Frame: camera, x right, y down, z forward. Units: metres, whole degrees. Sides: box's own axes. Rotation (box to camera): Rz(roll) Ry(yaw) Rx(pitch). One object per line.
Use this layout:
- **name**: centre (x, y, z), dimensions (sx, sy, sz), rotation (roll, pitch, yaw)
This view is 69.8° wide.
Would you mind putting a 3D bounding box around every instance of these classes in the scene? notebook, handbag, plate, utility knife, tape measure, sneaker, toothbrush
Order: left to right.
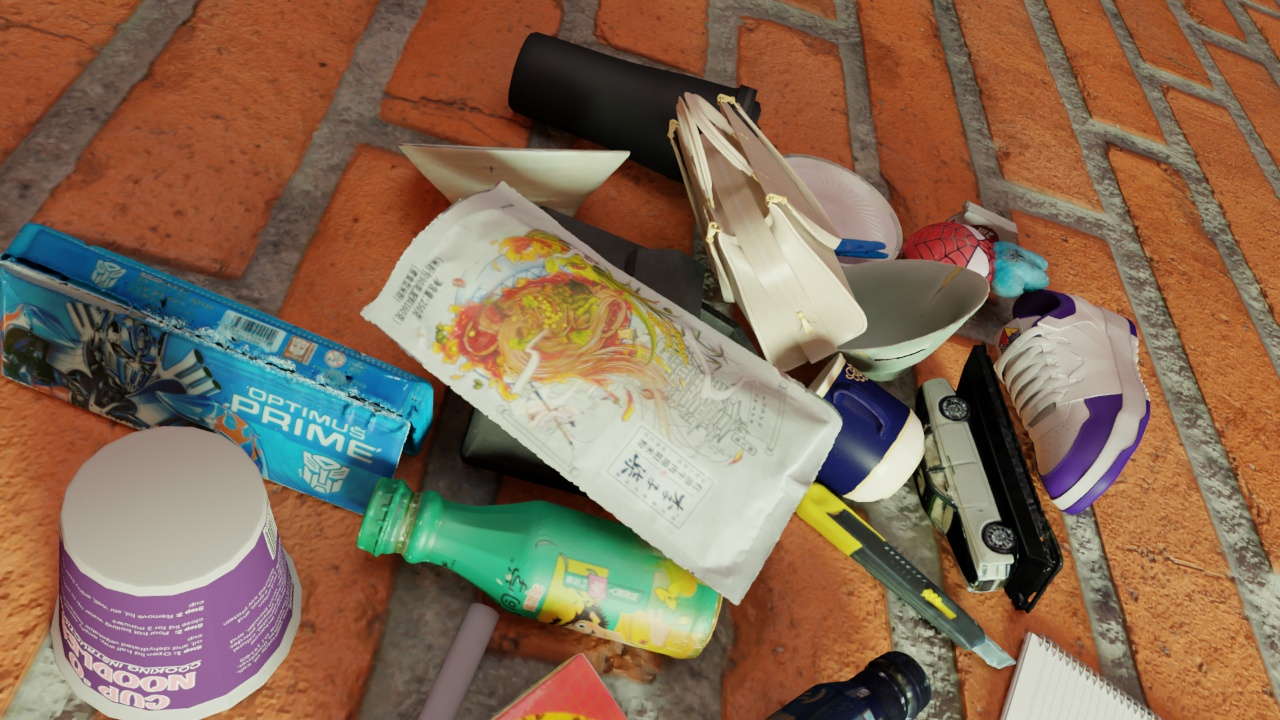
- **toothbrush**: centre (-0.117, 0.212, 0.478), dimensions (0.019, 0.018, 0.187), rotation (28, 48, -7)
- **handbag**: centre (-0.004, 0.003, 0.636), dimensions (0.199, 0.103, 0.196), rotation (16, 49, -10)
- **handbag**: centre (0.078, -0.120, 0.692), dimensions (0.198, 0.101, 0.194), rotation (51, 17, -38)
- **plate**: centre (0.182, -0.144, 0.892), dimensions (0.157, 0.014, 0.156), rotation (12, 50, -14)
- **utility knife**: centre (0.187, 0.154, 0.652), dimensions (0.188, 0.020, 0.028), rotation (40, 51, 10)
- **tape measure**: centre (0.328, -0.123, 0.906), dimensions (0.060, 0.062, 0.020), rotation (22, 48, -13)
- **sneaker**: centre (0.356, 0.017, 0.788), dimensions (0.111, 0.092, 0.243), rotation (30, 44, 3)
- **notebook**: centre (0.335, 0.314, 0.591), dimensions (0.245, 0.013, 0.177), rotation (35, 50, 7)

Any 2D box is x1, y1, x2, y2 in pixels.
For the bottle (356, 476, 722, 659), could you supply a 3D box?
- **bottle**: centre (-0.058, 0.118, 0.541), dimensions (0.209, 0.068, 0.068), rotation (18, 48, -11)

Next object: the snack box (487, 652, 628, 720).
- **snack box**: centre (-0.047, 0.247, 0.452), dimensions (0.142, 0.040, 0.145), rotation (-28, 76, -38)

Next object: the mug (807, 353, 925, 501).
- **mug**: centre (0.159, 0.051, 0.663), dimensions (0.089, 0.112, 0.085), rotation (37, 72, 5)

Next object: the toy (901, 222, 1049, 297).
- **toy**: centre (0.311, -0.089, 0.856), dimensions (0.133, 0.062, 0.092), rotation (6, 53, 15)

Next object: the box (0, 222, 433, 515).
- **box**: centre (-0.251, 0.013, 0.543), dimensions (0.243, 0.092, 0.085), rotation (22, 69, -5)

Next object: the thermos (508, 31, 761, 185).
- **thermos**: centre (-0.004, -0.224, 0.827), dimensions (0.218, 0.106, 0.105), rotation (20, 48, 0)

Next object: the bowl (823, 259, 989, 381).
- **bowl**: centre (0.201, -0.022, 0.760), dimensions (0.174, 0.068, 0.174), rotation (-12, 24, 5)

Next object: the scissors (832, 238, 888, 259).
- **scissors**: centre (0.174, -0.100, 0.834), dimensions (0.130, 0.022, 0.070), rotation (8, 49, -20)

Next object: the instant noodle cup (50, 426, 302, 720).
- **instant noodle cup**: centre (-0.233, 0.093, 0.455), dimensions (0.121, 0.122, 0.137), rotation (-23, 64, -35)

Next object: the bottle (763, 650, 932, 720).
- **bottle**: centre (0.107, 0.223, 0.537), dimensions (0.160, 0.056, 0.056), rotation (-20, 63, -33)

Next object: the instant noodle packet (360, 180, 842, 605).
- **instant noodle packet**: centre (-0.016, 0.005, 0.542), dimensions (0.269, 0.057, 0.146), rotation (35, 61, 5)

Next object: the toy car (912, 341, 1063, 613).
- **toy car**: centre (0.248, 0.089, 0.699), dimensions (0.071, 0.094, 0.191), rotation (-7, 54, 3)

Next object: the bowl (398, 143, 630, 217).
- **bowl**: centre (-0.097, -0.137, 0.713), dimensions (0.176, 0.058, 0.176), rotation (2, 13, -1)
